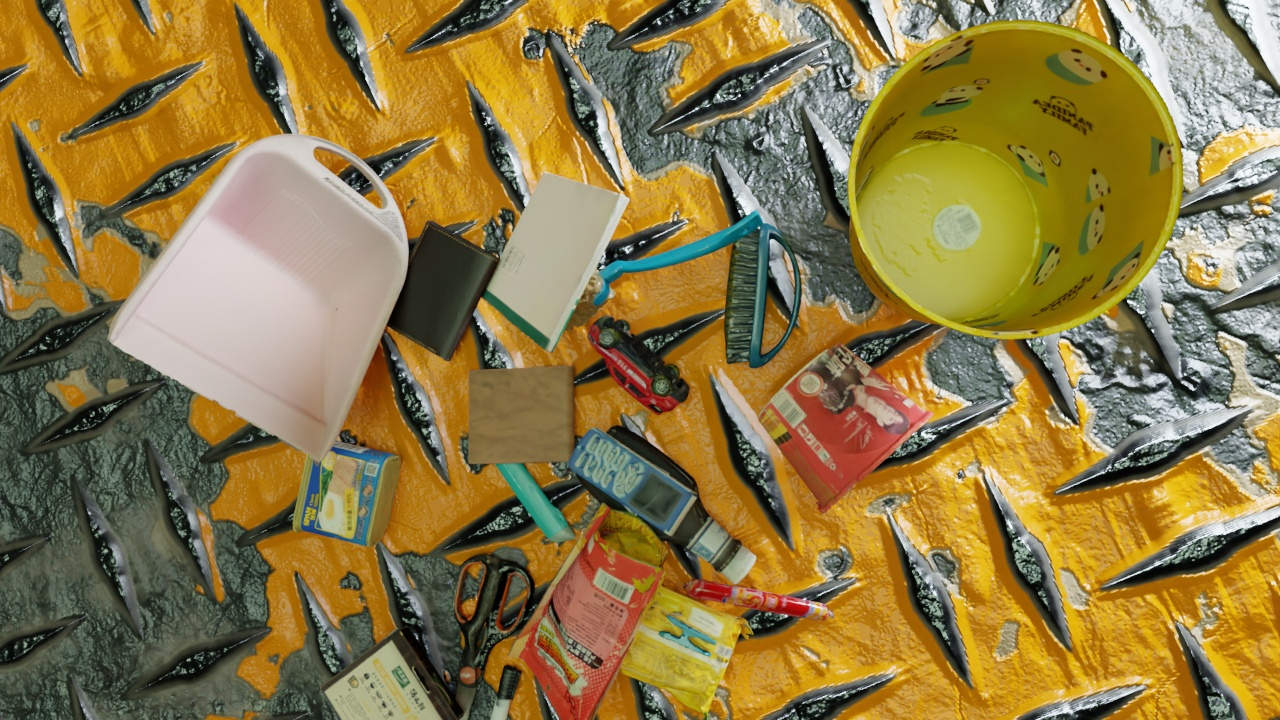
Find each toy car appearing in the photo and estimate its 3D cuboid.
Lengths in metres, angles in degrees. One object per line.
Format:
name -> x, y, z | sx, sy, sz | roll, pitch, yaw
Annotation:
toy car -> -0.005, 0.005, 0.921 | 0.120, 0.052, 0.045 | 45, 111, 2

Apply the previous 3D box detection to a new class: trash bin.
trash bin -> 0.282, -0.127, 0.779 | 0.230, 0.255, 0.229 | 0, 89, 8

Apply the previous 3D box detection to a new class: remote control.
remote control -> -0.008, 0.116, 0.890 | 0.125, 0.024, 0.049 | 34, 92, 6

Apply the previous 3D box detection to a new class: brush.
brush -> -0.001, -0.087, 0.893 | 0.255, 0.083, 0.045 | -21, 69, 16
brush -> 0.121, -0.064, 0.902 | 0.073, 0.055, 0.144 | 4, 90, 8

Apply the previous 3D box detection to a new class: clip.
clip -> 0.046, 0.269, 0.890 | 0.057, 0.014, 0.046 | 24, 85, 6

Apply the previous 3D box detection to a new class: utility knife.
utility knife -> -0.126, 0.121, 0.958 | 0.029, 0.013, 0.171 | -37, 81, 4

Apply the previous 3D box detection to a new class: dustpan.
dustpan -> -0.330, -0.081, 0.869 | 0.139, 0.222, 0.272 | -32, 42, 23

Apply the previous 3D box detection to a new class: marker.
marker -> -0.148, 0.383, 0.956 | 0.022, 0.018, 0.130 | 12, 91, -1

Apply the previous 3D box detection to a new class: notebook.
notebook -> -0.089, -0.103, 0.874 | 0.012, 0.209, 0.150 | 25, 95, -30

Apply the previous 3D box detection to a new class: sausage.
sausage -> 0.117, 0.236, 0.904 | 0.156, 0.020, 0.020 | 12, 91, -5

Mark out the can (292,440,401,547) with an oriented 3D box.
can -> -0.306, 0.138, 0.962 | 0.083, 0.057, 0.102 | 13, 92, 5

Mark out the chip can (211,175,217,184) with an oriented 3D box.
chip can -> -0.419, -0.079, 0.971 | 0.072, 0.072, 0.221 | 3, 90, 8

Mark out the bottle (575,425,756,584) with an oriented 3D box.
bottle -> 0.029, 0.149, 0.920 | 0.195, 0.044, 0.080 | 38, 95, 6

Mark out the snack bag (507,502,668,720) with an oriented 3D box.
snack bag -> -0.051, 0.253, 0.894 | 0.128, 0.073, 0.208 | 40, 112, 38

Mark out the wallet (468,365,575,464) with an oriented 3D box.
wallet -> -0.124, 0.057, 0.949 | 0.115, 0.020, 0.101 | -3, 82, 7

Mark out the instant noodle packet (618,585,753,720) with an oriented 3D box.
instant noodle packet -> 0.035, 0.283, 0.918 | 0.128, 0.044, 0.111 | 25, 91, 5

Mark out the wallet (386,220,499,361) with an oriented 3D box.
wallet -> -0.213, -0.075, 0.966 | 0.096, 0.020, 0.122 | 29, 94, 16

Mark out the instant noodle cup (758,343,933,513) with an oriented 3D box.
instant noodle cup -> 0.185, 0.057, 0.857 | 0.138, 0.138, 0.108 | -43, 76, 5

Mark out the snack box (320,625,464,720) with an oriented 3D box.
snack box -> -0.250, 0.347, 0.944 | 0.126, 0.053, 0.113 | -38, 81, 13

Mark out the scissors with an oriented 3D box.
scissors -> -0.161, 0.319, 0.956 | 0.125, 0.021, 0.235 | -3, 89, 8
